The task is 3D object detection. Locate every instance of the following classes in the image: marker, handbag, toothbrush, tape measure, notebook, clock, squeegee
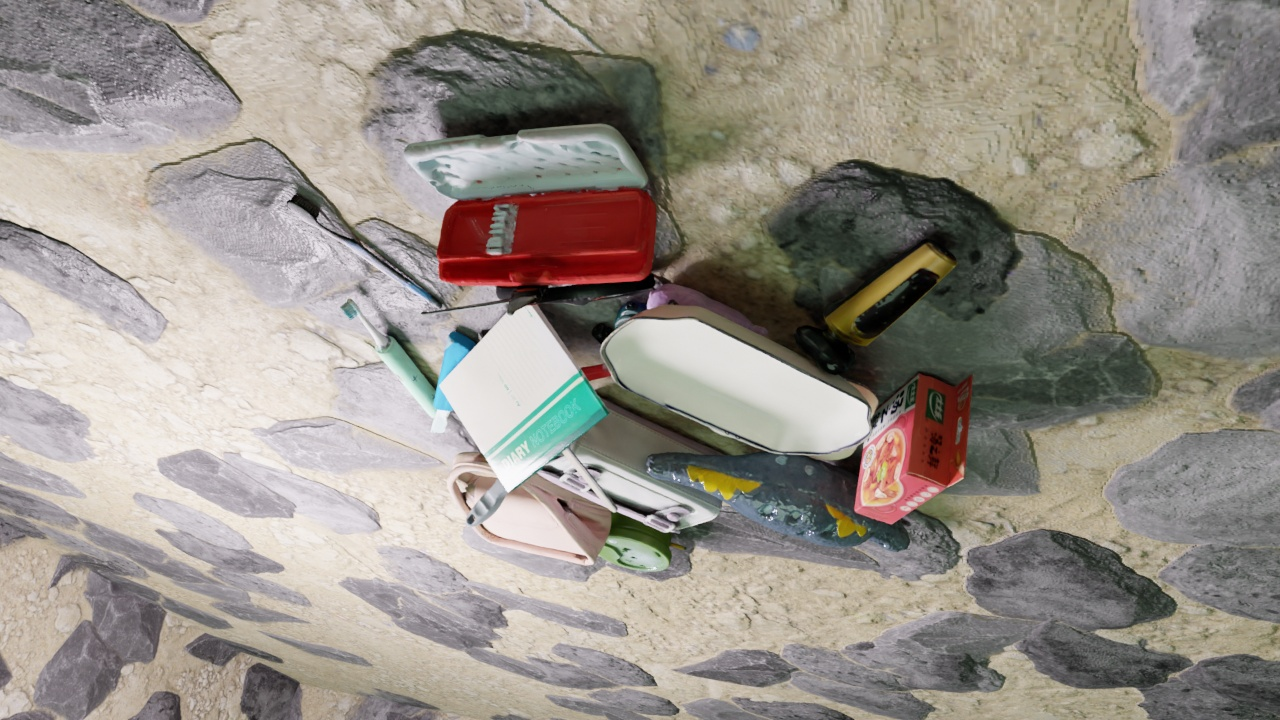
[{"bbox_3d":[0.006,0.001,0.933,0.145,0.017,0.017,-12,140,19],"label":"marker"},{"bbox_3d":[-0.160,0.181,1.209,0.194,0.093,0.234,5,153,26],"label":"handbag"},{"bbox_3d":[-0.286,0.000,1.078,0.026,0.027,0.225,32,159,35],"label":"toothbrush"},{"bbox_3d":[0.002,-0.033,0.901,0.058,0.025,0.055,27,145,-15],"label":"tape measure"},{"bbox_3d":[-0.006,0.006,0.969,0.022,0.020,0.132,-9,139,36],"label":"marker"},{"bbox_3d":[-0.131,0.040,0.982,0.150,0.012,0.210,56,134,6],"label":"notebook"},{"bbox_3d":[-0.024,0.254,1.321,0.161,0.056,0.116,-1,143,26],"label":"clock"},{"bbox_3d":[-0.274,-0.107,0.928,0.014,0.016,0.189,-25,133,35],"label":"toothbrush"},{"bbox_3d":[-0.147,0.128,1.069,0.246,0.039,0.247,50,132,13],"label":"squeegee"},{"bbox_3d":[-0.014,0.134,1.105,0.197,0.098,0.145,27,152,-15],"label":"handbag"}]

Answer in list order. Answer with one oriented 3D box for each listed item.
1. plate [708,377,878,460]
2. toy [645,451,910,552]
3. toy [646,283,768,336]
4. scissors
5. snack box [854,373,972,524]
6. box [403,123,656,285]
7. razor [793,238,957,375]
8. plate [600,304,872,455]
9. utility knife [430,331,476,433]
[{"bbox_3d":[0.152,0.041,0.936,0.164,0.034,0.165,13,147,6],"label":"plate"},{"bbox_3d":[0.185,0.159,1.035,0.356,0.091,0.138,20,163,-20],"label":"toy"},{"bbox_3d":[0.055,-0.039,0.856,0.108,0.038,0.084,24,156,-14],"label":"toy"},{"bbox_3d":[-0.088,-0.054,0.798,0.220,0.022,0.231,-9,-170,-22],"label":"scissors"},{"bbox_3d":[0.258,0.080,0.875,0.044,0.113,0.127,21,147,-6],"label":"snack box"},{"bbox_3d":[-0.094,-0.124,0.742,0.202,0.112,0.099,1,170,25],"label":"box"},{"bbox_3d":[0.197,-0.043,0.767,0.062,0.067,0.168,26,140,-15],"label":"razor"},{"bbox_3d":[0.093,0.018,0.855,0.265,0.034,0.162,24,150,-15],"label":"plate"},{"bbox_3d":[-0.229,0.035,1.093,0.034,0.018,0.210,18,140,-10],"label":"utility knife"}]
